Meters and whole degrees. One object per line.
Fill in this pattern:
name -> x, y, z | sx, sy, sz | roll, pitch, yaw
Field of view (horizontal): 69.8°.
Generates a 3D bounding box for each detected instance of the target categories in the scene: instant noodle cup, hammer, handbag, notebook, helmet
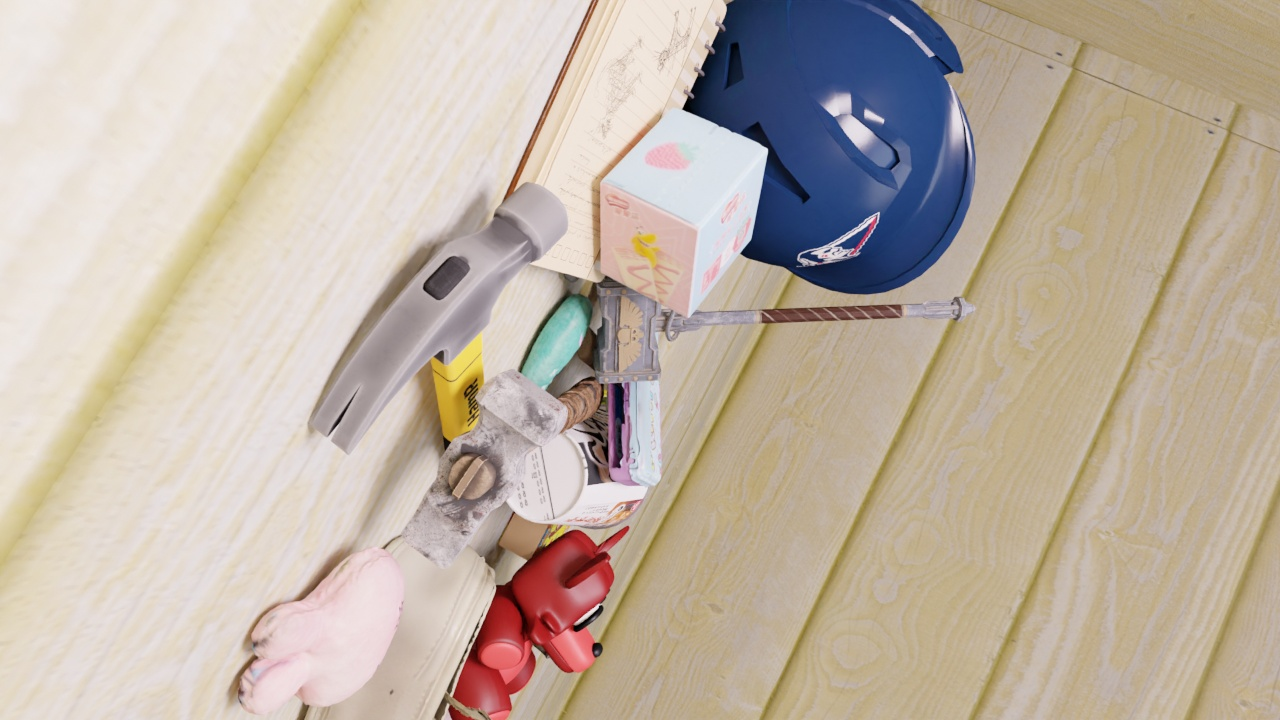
instant noodle cup -> -0.065, 0.101, 0.851 | 0.123, 0.124, 0.121 | -64, 161, 6
hammer -> -0.118, 0.033, 0.592 | 0.169, 0.034, 0.325 | -49, 169, -25
handbag -> -0.163, 0.251, 0.699 | 0.229, 0.132, 0.184 | -62, 178, 4
notebook -> -0.013, -0.163, 0.616 | 0.225, 0.024, 0.167 | -64, 163, 7
hammer -> -0.030, 0.013, 0.964 | 0.331, 0.031, 0.119 | 45, 49, -76
helmet -> 0.141, -0.171, 0.752 | 0.233, 0.272, 0.222 | -28, -167, 45
hammer -> -0.073, 0.050, 0.672 | 0.121, 0.049, 0.318 | -56, 176, 11
hammer -> 0.123, -0.037, 0.758 | 0.044, 0.322, 0.099 | -102, -168, -52

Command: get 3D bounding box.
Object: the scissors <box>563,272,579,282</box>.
scissors -> -0.044, -0.082, 0.735 | 0.136, 0.019, 0.138 | -58, 169, -34

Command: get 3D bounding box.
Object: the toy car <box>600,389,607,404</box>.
toy car -> -0.058, 0.079, 1.030 | 0.048, 0.033, 0.105 | 99, 11, -49

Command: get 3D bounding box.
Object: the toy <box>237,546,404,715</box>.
toy -> -0.189, 0.165, 0.545 | 0.105, 0.053, 0.108 | -7, 126, -61

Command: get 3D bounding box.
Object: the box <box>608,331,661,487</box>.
box -> -0.005, 0.005, 0.824 | 0.076, 0.033, 0.214 | 46, 41, -70

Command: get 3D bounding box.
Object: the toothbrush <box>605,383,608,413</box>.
toothbrush -> -0.018, -0.024, 0.883 | 0.022, 0.015, 0.154 | 27, 66, -52

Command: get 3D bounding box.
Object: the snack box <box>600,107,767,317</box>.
snack box -> 0.028, -0.103, 0.641 | 0.092, 0.079, 0.095 | -51, 161, -29

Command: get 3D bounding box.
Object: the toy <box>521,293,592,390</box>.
toy -> -0.067, -0.014, 0.762 | 0.105, 0.033, 0.085 | -59, 180, -28

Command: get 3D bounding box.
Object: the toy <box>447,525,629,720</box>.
toy -> -0.089, 0.230, 0.823 | 0.197, 0.120, 0.158 | -40, 174, 5

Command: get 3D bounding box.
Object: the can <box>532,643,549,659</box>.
can -> -0.096, 0.251, 0.957 | 0.089, 0.074, 0.090 | -49, 168, -15

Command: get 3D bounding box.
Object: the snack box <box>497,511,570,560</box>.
snack box -> -0.104, 0.171, 1.017 | 0.088, 0.040, 0.126 | -62, 170, -5

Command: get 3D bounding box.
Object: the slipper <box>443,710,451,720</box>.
slipper -> -0.202, 0.339, 0.885 | 0.238, 0.064, 0.094 | -56, 168, -30
